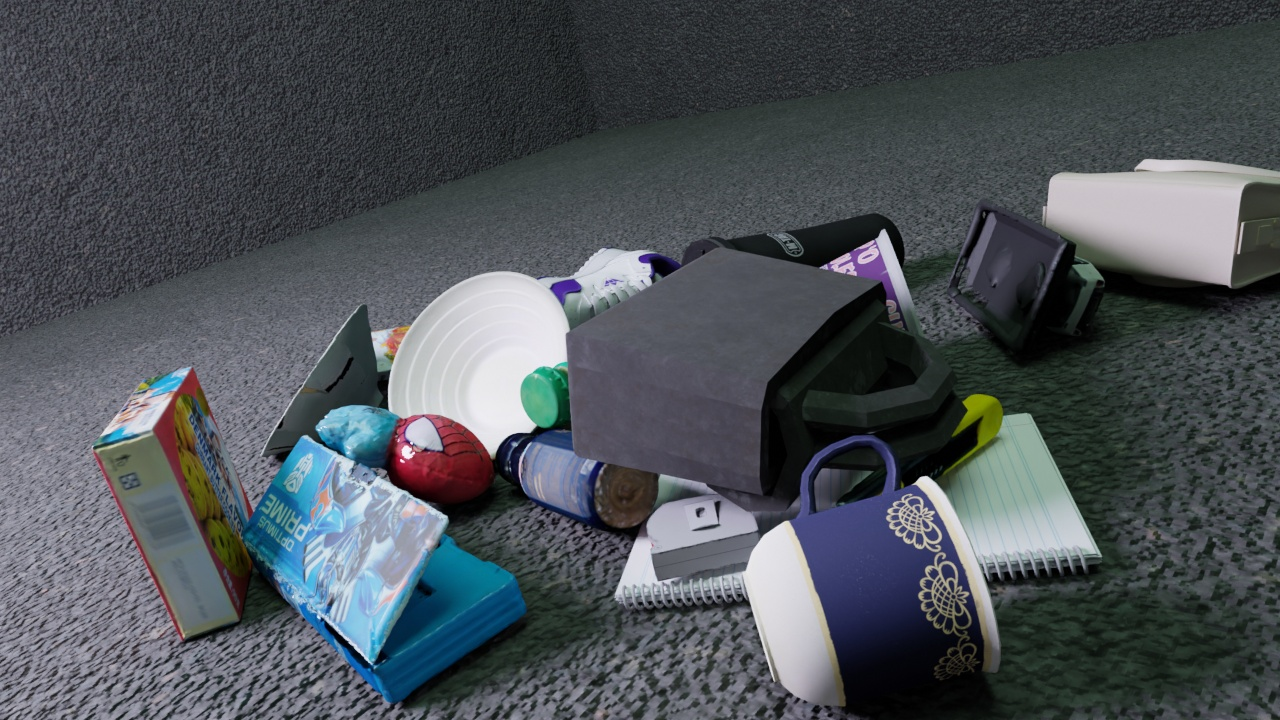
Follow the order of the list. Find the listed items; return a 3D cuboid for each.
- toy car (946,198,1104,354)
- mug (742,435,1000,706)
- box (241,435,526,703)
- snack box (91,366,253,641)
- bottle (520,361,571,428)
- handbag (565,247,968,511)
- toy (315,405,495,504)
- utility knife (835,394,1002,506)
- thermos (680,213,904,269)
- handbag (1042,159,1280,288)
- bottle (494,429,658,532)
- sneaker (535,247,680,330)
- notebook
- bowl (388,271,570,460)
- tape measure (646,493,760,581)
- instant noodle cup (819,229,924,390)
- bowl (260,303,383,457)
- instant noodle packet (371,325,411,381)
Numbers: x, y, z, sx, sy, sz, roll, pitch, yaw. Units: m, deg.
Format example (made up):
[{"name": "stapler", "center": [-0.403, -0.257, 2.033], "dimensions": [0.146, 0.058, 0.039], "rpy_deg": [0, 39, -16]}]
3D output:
[{"name": "toy car", "center": [0.320, -0.066, 0.750], "dimensions": [0.071, 0.094, 0.191], "rpy_deg": [16, 18, -5]}, {"name": "mug", "center": [0.091, 0.092, 0.404], "dimensions": [0.089, 0.111, 0.086], "rpy_deg": [-16, -16, 2]}, {"name": "box", "center": [-0.179, 0.111, 0.571], "dimensions": [0.091, 0.085, 0.244], "rpy_deg": [-29, 24, -32]}, {"name": "snack box", "center": [-0.312, 0.092, 0.631], "dimensions": [0.040, 0.143, 0.145], "rpy_deg": [-18, 20, -11]}, {"name": "bottle", "center": [-0.004, 0.004, 0.731], "dimensions": [0.068, 0.068, 0.209], "rpy_deg": [4, 17, 42]}, {"name": "handbag", "center": [0.091, 0.014, 0.555], "dimensions": [0.200, 0.102, 0.196], "rpy_deg": [13, 28, 31]}, {"name": "toy", "center": [-0.170, 0.065, 0.677], "dimensions": [0.133, 0.062, 0.092], "rpy_deg": [24, -3, -11]}, {"name": "utility knife", "center": [0.151, 0.065, 0.520], "dimensions": [0.187, 0.029, 0.020], "rpy_deg": [-27, 21, -34]}, {"name": "thermos", "center": [0.148, -0.085, 0.883], "dimensions": [0.218, 0.106, 0.106], "rpy_deg": [-17, 19, -24]}, {"name": "handbag", "center": [0.482, -0.120, 0.770], "dimensions": [0.197, 0.101, 0.195], "rpy_deg": [-8, 16, -22]}, {"name": "bottle", "center": [-0.050, 0.076, 0.620], "dimensions": [0.056, 0.056, 0.161], "rpy_deg": [-25, 15, -29]}, {"name": "sneaker", "center": [-0.030, -0.054, 0.947], "dimensions": [0.111, 0.092, 0.243], "rpy_deg": [6, 26, 26]}, {"name": "notebook", "center": [0.120, 0.085, 0.549], "dimensions": [0.246, 0.013, 0.177], "rpy_deg": [-9, 18, 15]}, {"name": "bowl", "center": [-0.125, 0.015, 0.781], "dimensions": [0.177, 0.058, 0.176], "rpy_deg": [-10, 63, 21]}, {"name": "tape measure", "center": [0.034, 0.096, 0.518], "dimensions": [0.060, 0.020, 0.062], "rpy_deg": [-13, 16, 1]}, {"name": "instant noodle cup", "center": [0.144, -0.014, 0.684], "dimensions": [0.122, 0.122, 0.136], "rpy_deg": [-19, 45, 15]}, {"name": "bowl", "center": [-0.286, 0.033, 0.881], "dimensions": [0.174, 0.068, 0.174], "rpy_deg": [-52, 12, 16]}, {"name": "instant noodle packet", "center": [-0.210, -0.031, 1.054], "dimensions": [0.268, 0.057, 0.147], "rpy_deg": [-17, 20, -23]}]
